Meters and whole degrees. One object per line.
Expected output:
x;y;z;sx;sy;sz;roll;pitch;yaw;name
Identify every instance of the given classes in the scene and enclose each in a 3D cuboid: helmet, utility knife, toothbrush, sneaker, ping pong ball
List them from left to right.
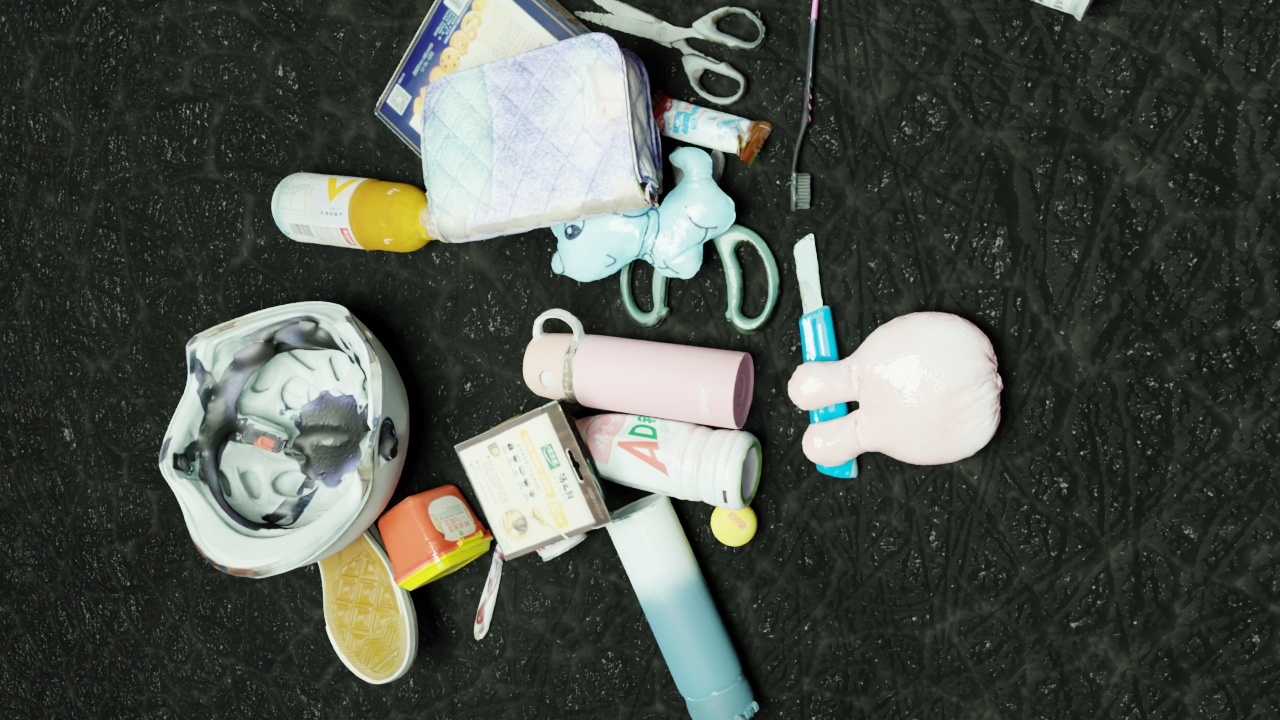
-0.322;0.080;0.889;0.229;0.146;0.258;-11;74;11;helmet
-0.284;0.219;0.949;0.118;0.088;0.241;-35;64;2;sneaker
-0.145;0.202;0.922;0.016;0.017;0.188;22;107;19;toothbrush
0.082;0.142;0.801;0.040;0.040;0.040;5;102;22;ping pong ball
0.135;-0.213;0.725;0.018;0.014;0.189;7;102;12;toothbrush
0.150;-0.002;0.757;0.034;0.018;0.205;-8;97;12;utility knife

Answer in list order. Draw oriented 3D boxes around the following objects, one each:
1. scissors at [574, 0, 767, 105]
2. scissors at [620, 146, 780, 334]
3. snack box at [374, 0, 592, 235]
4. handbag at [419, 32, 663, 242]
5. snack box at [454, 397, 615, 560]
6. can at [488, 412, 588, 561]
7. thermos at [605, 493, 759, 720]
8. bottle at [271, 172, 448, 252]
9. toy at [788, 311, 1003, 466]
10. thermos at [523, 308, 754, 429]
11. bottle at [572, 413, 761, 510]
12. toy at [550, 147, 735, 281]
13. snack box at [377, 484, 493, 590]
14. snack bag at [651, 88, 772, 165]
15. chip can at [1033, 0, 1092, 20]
0.020;-0.265;0.764;0.171;0.014;0.150;-13;94;25;scissors
0.035;-0.093;0.788;0.176;0.019;0.175;-21;93;26;scissors
-0.124;-0.236;0.812;0.182;0.045;0.178;44;113;10;snack box
-0.079;-0.174;0.737;0.194;0.075;0.134;-6;88;26;handbag
-0.086;0.101;0.797;0.126;0.053;0.113;-24;90;26;snack box
-0.102;0.119;0.868;0.053;0.053;0.132;-30;88;25;can
0.037;0.230;0.825;0.070;0.070;0.220;-23;91;25;thermos
-0.262;-0.140;0.877;0.190;0.067;0.068;9;103;21;bottle
0.199;0.028;0.720;0.160;0.054;0.121;-12;95;18;toy
-0.005;0.005;0.795;0.199;0.067;0.087;9;117;22;thermos
0.005;0.082;0.810;0.197;0.068;0.068;8;103;25;bottle
-0.011;-0.121;0.769;0.156;0.049;0.162;40;112;14;toy
-0.203;0.170;0.904;0.082;0.091;0.080;-33;79;25;snack box
0.052;-0.192;0.752;0.104;0.026;0.048;22;64;19;snack bag
0.220;-0.309;0.638;0.215;0.071;0.071;28;110;16;chip can
